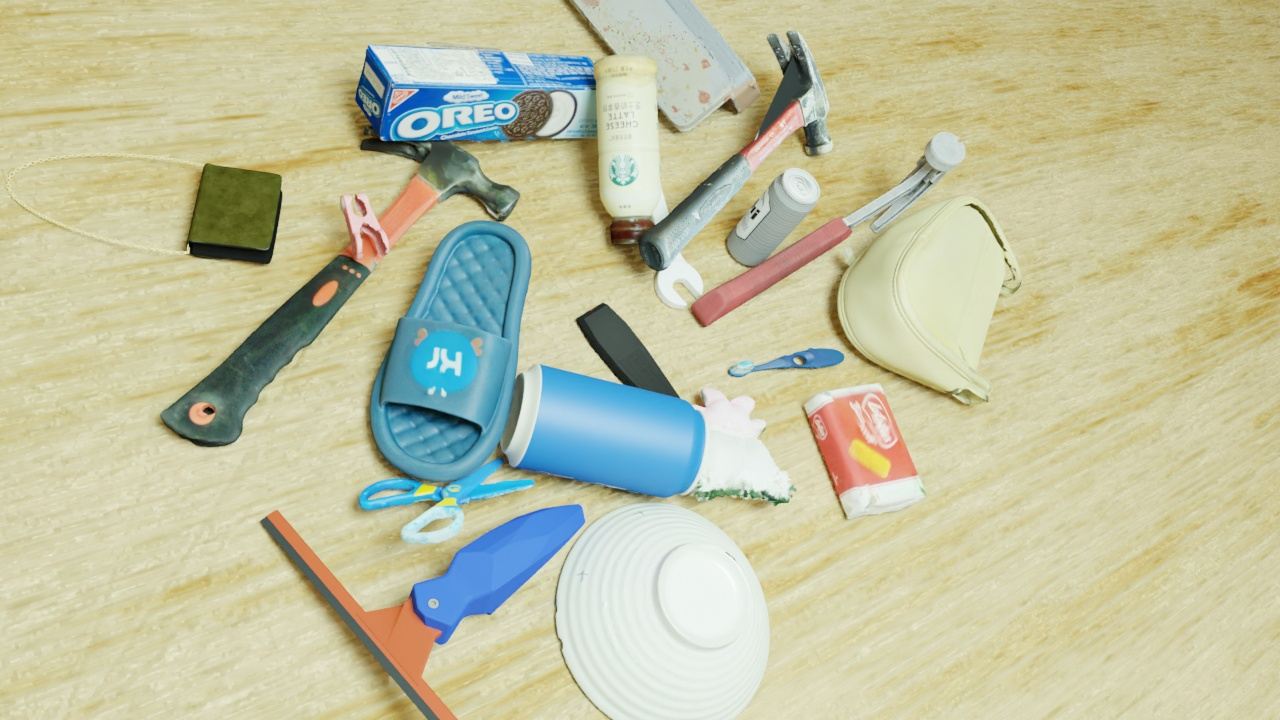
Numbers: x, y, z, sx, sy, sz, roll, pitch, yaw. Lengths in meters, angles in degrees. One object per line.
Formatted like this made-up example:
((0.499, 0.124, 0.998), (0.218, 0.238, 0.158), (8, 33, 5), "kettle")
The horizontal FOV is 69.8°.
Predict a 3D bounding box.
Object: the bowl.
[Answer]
((0.033, 0.178, 0.667), (0.177, 0.071, 0.177), (12, 59, -20), "bowl")

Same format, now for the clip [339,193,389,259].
((-0.216, -0.102, 0.698), (0.037, 0.022, 0.058), (-14, 66, -27), "clip")

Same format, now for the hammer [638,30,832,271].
((0.094, -0.194, 0.877), (0.325, 0.036, 0.140), (-48, 130, -36), "hammer")

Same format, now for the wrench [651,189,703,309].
((0.010, -0.170, 0.885), (0.047, 0.009, 0.273), (-2, 65, -26), "wrench")

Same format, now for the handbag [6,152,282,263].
((-0.361, -0.116, 0.674), (0.178, 0.028, 0.084), (6, 61, -16), "handbag")

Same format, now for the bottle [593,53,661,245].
((-0.010, -0.185, 0.817), (0.056, 0.057, 0.162), (-6, 97, -28), "bottle")

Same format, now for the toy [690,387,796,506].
((0.076, 0.073, 0.765), (0.095, 0.041, 0.108), (11, 53, -21), "toy")

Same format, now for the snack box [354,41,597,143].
((-0.129, -0.232, 0.801), (0.225, 0.059, 0.059), (-11, 57, -39), "snack box")

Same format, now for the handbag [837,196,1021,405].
((0.300, -0.070, 0.929), (0.191, 0.089, 0.232), (47, 52, -18), "handbag")

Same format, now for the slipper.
((-0.140, -0.016, 0.678), (0.104, 0.059, 0.213), (7, 67, 8), "slipper")

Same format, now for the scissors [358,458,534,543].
((-0.125, 0.096, 0.640), (0.131, 0.019, 0.105), (-6, 27, -28), "scissors")

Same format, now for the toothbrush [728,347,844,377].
((0.139, 0.001, 0.848), (0.132, 0.016, 0.021), (-7, 69, -28), "toothbrush")

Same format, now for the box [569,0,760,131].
((0.024, -0.338, 0.960), (0.216, 0.096, 0.105), (53, 16, 9), "box")

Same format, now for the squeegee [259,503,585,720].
((-0.103, 0.145, 0.628), (0.249, 0.055, 0.184), (42, 40, 18), "squeegee")

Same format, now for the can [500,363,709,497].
((-0.028, 0.055, 0.700), (0.146, 0.079, 0.078), (14, 58, -18), "can")

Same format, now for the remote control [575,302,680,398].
((-0.005, 0.005, 0.781), (0.039, 0.010, 0.124), (-34, 82, -35), "remote control")

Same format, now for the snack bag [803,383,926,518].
((0.200, 0.079, 0.822), (0.076, 0.036, 0.115), (-6, 67, -28), "snack bag")

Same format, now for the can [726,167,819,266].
((0.122, -0.132, 0.857), (0.044, 0.107, 0.044), (11, 59, -20), "can")

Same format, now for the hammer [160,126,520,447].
((-0.229, -0.064, 0.701), (0.133, 0.033, 0.332), (36, 55, -6), "hammer")

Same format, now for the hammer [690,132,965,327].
((0.175, -0.116, 0.889), (0.315, 0.126, 0.036), (-32, 80, -23), "hammer")
